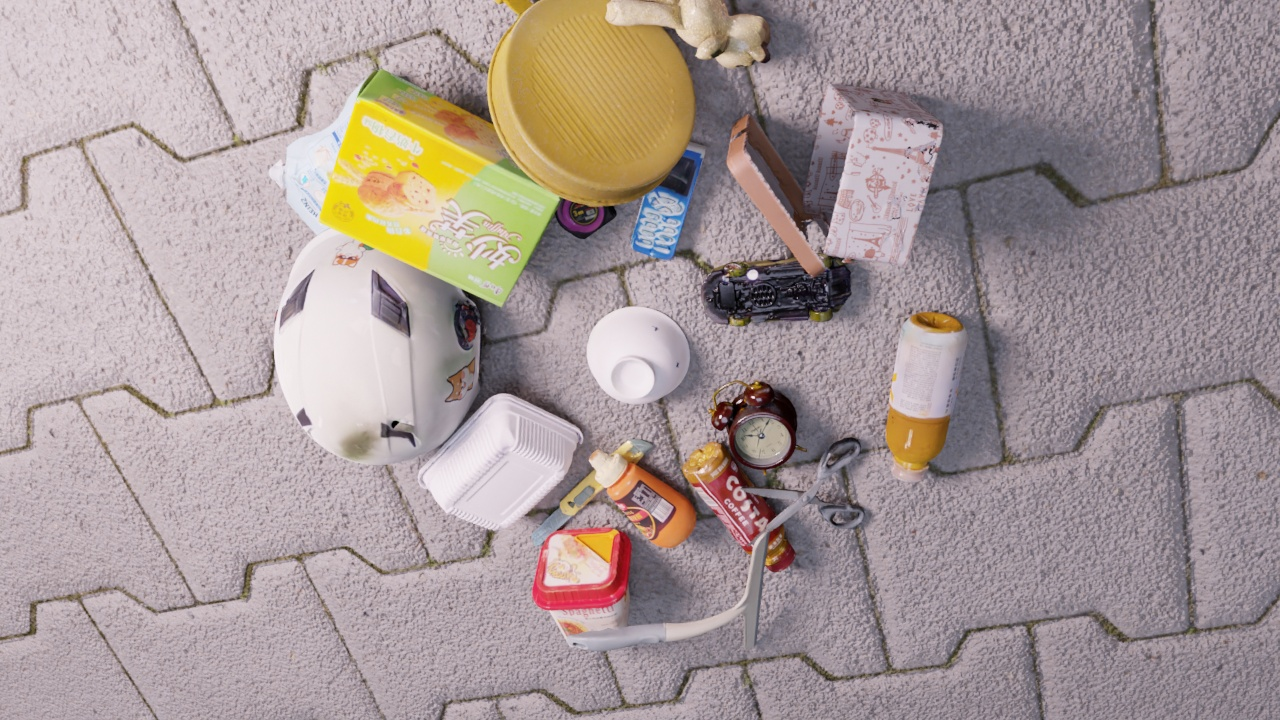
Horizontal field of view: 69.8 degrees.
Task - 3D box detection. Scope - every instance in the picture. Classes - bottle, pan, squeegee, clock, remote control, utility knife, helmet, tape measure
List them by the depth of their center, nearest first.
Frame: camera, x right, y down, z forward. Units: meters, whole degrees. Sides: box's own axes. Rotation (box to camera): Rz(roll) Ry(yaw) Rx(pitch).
[{"bbox_3d":[-0.095,-0.304,0.852,0.197,0.078,0.357,-40,99,-24],"label":"pan"},{"bbox_3d":[0.027,-0.168,0.952,0.049,0.024,0.125,17,117,-1],"label":"remote control"},{"bbox_3d":[-0.060,-0.161,0.959,0.057,0.039,0.058,-35,111,20],"label":"tape measure"},{"bbox_3d":[-0.295,0.005,0.991,0.230,0.156,0.274,2,123,5],"label":"helmet"},{"bbox_3d":[0.304,0.044,0.993,0.068,0.067,0.190,5,116,5],"label":"bottle"},{"bbox_3d":[0.129,0.070,1.034,0.082,0.055,0.122,-33,110,20],"label":"clock"},{"bbox_3d":[-0.002,0.158,1.084,0.149,0.066,0.067,42,113,-15],"label":"bottle"},{"bbox_3d":[0.121,0.177,1.085,0.058,0.057,0.175,-31,108,19],"label":"bottle"},{"bbox_3d":[0.035,0.315,1.088,0.246,0.039,0.247,-10,134,-10],"label":"squeegee"},{"bbox_3d":[-0.066,0.162,1.129,0.031,0.022,0.217,43,117,-8],"label":"utility knife"}]

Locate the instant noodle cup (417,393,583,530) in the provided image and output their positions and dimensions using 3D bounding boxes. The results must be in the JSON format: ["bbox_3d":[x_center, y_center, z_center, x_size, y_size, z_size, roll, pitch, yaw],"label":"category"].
[{"bbox_3d":[-0.161,0.131,1.072,0.138,0.060,0.174,29,120,-34],"label":"instant noodle cup"}]

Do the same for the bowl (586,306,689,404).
[{"bbox_3d":[-0.006,0.006,1.017,0.118,0.064,0.118,3,115,6],"label":"bowl"}]

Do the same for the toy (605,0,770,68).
[{"bbox_3d":[0.045,-0.310,0.842,0.157,0.105,0.066,11,144,-16],"label":"toy"}]

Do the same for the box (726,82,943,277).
[{"bbox_3d":[0.157,-0.174,0.850,0.174,0.182,0.152,9,115,-1],"label":"box"}]

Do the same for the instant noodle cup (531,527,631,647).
[{"bbox_3d":[-0.063,0.285,1.137,0.116,0.116,0.124,-5,127,9],"label":"instant noodle cup"}]

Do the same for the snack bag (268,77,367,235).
[{"bbox_3d":[-0.302,-0.209,0.968,0.191,0.038,0.110,-32,115,22],"label":"snack bag"}]

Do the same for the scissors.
[{"bbox_3d":[0.193,0.154,1.057,0.179,0.014,0.159,16,104,-26],"label":"scissors"}]

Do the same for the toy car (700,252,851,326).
[{"bbox_3d":[0.143,-0.076,0.971,0.158,0.042,0.070,-4,114,8],"label":"toy car"}]

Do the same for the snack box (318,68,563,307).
[{"bbox_3d":[-0.195,-0.167,0.913,0.210,0.069,0.158,25,129,-12],"label":"snack box"}]
